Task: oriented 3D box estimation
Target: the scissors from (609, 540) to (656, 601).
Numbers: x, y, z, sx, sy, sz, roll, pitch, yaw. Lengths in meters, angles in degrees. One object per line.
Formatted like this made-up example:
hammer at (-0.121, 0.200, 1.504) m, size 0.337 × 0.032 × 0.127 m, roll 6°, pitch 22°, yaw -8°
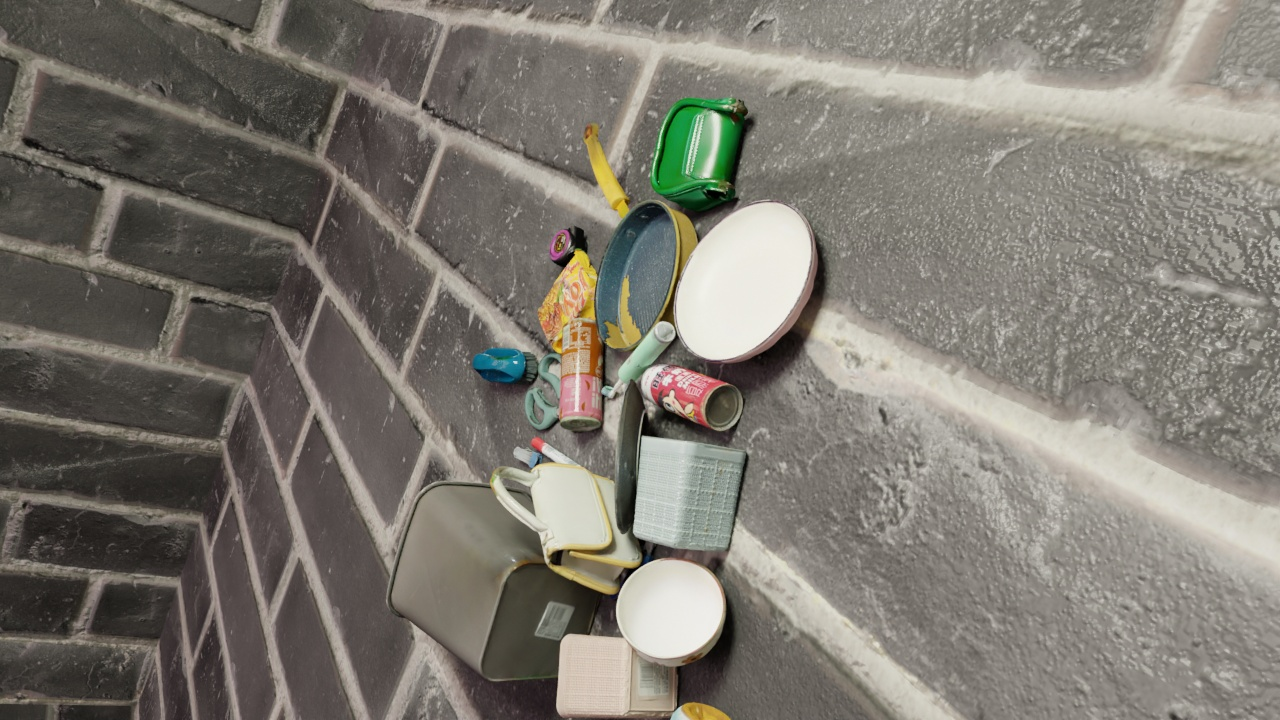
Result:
scissors at (0.013, 0.225, 1.073) m, size 0.173 × 0.012 × 0.132 m, roll -49°, pitch 40°, yaw 30°

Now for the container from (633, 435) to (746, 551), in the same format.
container at (0.049, 0.144, 0.988) m, size 0.090 × 0.089 × 0.111 m, roll 0°, pitch 79°, yaw 55°

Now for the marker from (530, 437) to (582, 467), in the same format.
marker at (-0.116, 0.136, 1.286) m, size 0.145 × 0.017 × 0.017 m, roll 23°, pitch 96°, yaw 55°

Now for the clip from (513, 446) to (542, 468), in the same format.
clip at (-0.165, 0.143, 1.354) m, size 0.057 × 0.032 × 0.025 m, roll 18°, pitch 94°, yaw 49°

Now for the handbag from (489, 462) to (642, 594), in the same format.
handbag at (-0.091, 0.180, 1.081) m, size 0.063 × 0.178 × 0.163 m, roll -54°, pitch 29°, yaw 19°

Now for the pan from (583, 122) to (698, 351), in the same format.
pan at (-0.021, -0.175, 1.211) m, size 0.198 × 0.078 × 0.356 m, roll -44°, pitch 44°, yaw 42°

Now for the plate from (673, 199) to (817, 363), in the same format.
plate at (0.119, -0.082, 1.005) m, size 0.193 × 0.039 × 0.192 m, roll -26°, pitch 51°, yaw 37°

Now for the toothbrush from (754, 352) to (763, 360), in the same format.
toothbrush at (0.102, -0.057, 1.057) m, size 0.018 × 0.015 × 0.181 m, roll -61°, pitch 35°, yaw 29°

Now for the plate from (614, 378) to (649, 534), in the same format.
plate at (-0.006, 0.111, 1.058) m, size 0.179 × 0.024 × 0.179 m, roll 6°, pitch -91°, yaw -83°

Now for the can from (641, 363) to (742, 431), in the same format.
can at (0.056, 0.039, 1.049) m, size 0.133 × 0.053 × 0.053 m, roll 20°, pitch 93°, yaw 56°

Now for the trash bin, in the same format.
trash bin at (-0.178, 0.285, 1.176) m, size 0.220 × 0.198 × 0.199 m, roll 21°, pitch 96°, yaw 48°

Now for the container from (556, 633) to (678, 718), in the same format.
container at (-0.022, 0.349, 1.008) m, size 0.111 × 0.089 × 0.090 m, roll -19°, pitch 61°, yaw 46°

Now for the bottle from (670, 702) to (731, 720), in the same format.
bottle at (0.038, 0.436, 0.902) m, size 0.068 × 0.068 × 0.189 m, roll 22°, pitch 95°, yaw 56°

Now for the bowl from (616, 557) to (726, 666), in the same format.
bowl at (0.035, 0.271, 0.961) m, size 0.062 × 0.113 × 0.113 m, roll 77°, pitch 172°, yaw -46°

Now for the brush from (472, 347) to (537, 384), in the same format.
brush at (-0.221, 0.007, 1.436) m, size 0.144 × 0.073 × 0.055 m, roll 4°, pitch 85°, yaw 55°

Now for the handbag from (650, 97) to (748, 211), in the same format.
handbag at (0.076, -0.255, 1.126) m, size 0.120 × 0.068 × 0.131 m, roll 2°, pitch 79°, yaw 54°

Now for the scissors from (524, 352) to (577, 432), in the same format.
scissors at (-0.116, 0.046, 1.320) m, size 0.180 × 0.019 × 0.143 m, roll 21°, pitch 94°, yaw 57°

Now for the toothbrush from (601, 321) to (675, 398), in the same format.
toothbrush at (-0.007, 0.007, 1.127) m, size 0.026 × 0.027 × 0.225 m, roll -69°, pitch 9°, yaw -27°

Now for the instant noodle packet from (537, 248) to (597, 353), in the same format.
instant noodle packet at (-0.099, -0.084, 1.329) m, size 0.129 × 0.044 × 0.110 m, roll -54°, pitch 43°, yaw 27°

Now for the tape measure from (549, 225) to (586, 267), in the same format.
tape measure at (-0.107, -0.167, 1.376) m, size 0.058 × 0.039 × 0.057 m, roll -24°, pitch 58°, yaw 43°

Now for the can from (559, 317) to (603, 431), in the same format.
can at (-0.080, 0.019, 1.245) m, size 0.058 × 0.057 × 0.147 m, roll -25°, pitch 57°, yaw 48°
